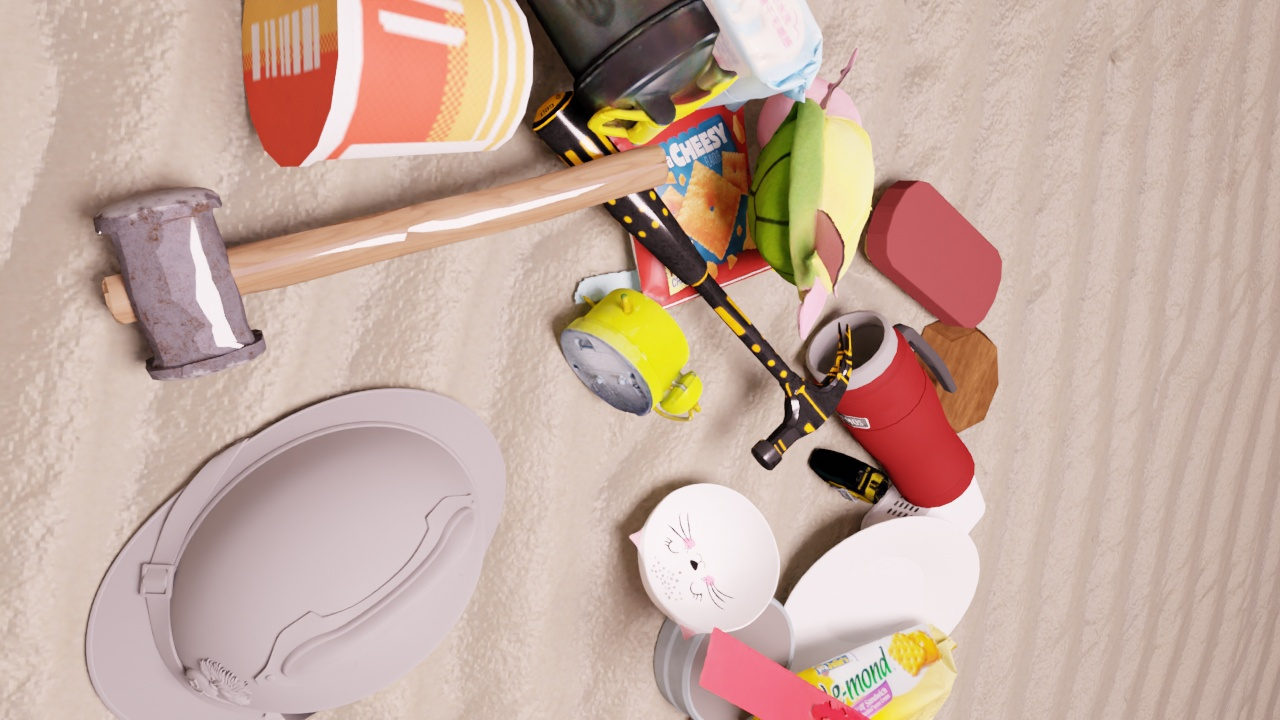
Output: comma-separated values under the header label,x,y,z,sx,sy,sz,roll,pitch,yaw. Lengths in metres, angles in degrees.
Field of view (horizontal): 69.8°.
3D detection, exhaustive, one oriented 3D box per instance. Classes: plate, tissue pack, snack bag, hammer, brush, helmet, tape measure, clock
label,x,y,z,sx,sy,sz,roll,pitch,yaw
plate,0.220,0.226,0.854,0.208,0.015,0.209,-9,121,-15
plate,0.314,0.019,0.910,0.131,0.025,0.131,-7,103,-34
tissue pack,0.044,-0.247,0.602,0.069,0.112,0.182,-40,110,-18
snack bag,0.175,0.329,0.809,0.246,0.068,0.160,-4,129,-39
hammer,-0.131,-0.077,0.535,0.327,0.052,0.098,-17,110,-21
hammer,0.043,-0.062,0.651,0.123,0.036,0.320,-48,115,-10
brush,0.266,-0.096,0.843,0.173,0.042,0.082,30,82,-35
snack bag,0.038,-0.121,0.681,0.130,0.039,0.144,-22,106,-29
helmet,-0.175,0.134,0.534,0.270,0.118,0.183,-36,118,-22
tape measure,0.188,0.106,0.817,0.061,0.062,0.034,31,84,-34
clock,0.077,0.259,0.780,0.122,0.045,0.159,-27,113,-27
clock,-0.004,0.004,0.651,0.057,0.083,0.119,-47,120,-25

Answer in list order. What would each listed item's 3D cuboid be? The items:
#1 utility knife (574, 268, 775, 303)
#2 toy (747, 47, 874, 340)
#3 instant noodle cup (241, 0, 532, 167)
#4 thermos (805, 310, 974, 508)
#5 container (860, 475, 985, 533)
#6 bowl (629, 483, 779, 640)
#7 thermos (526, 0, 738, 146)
label,x,y,z,sx,sy,sz,roll,pitch,yaw
utility knife,0.045,-0.071,0.713,0.224,0.019,0.030,-14,99,-29
toy,0.119,-0.122,0.641,0.190,0.088,0.237,78,15,-50
instant noodle cup,-0.136,-0.167,0.508,0.120,0.124,0.123,-7,103,-42
thermos,0.234,0.038,0.820,0.108,0.084,0.198,-48,124,-9
container,0.283,0.152,0.899,0.129,0.050,0.081,-41,120,-22
bowl,0.046,0.158,0.720,0.114,0.051,0.114,9,64,-19
thermos,-0.037,-0.237,0.546,0.098,0.098,0.221,-39,101,-23
